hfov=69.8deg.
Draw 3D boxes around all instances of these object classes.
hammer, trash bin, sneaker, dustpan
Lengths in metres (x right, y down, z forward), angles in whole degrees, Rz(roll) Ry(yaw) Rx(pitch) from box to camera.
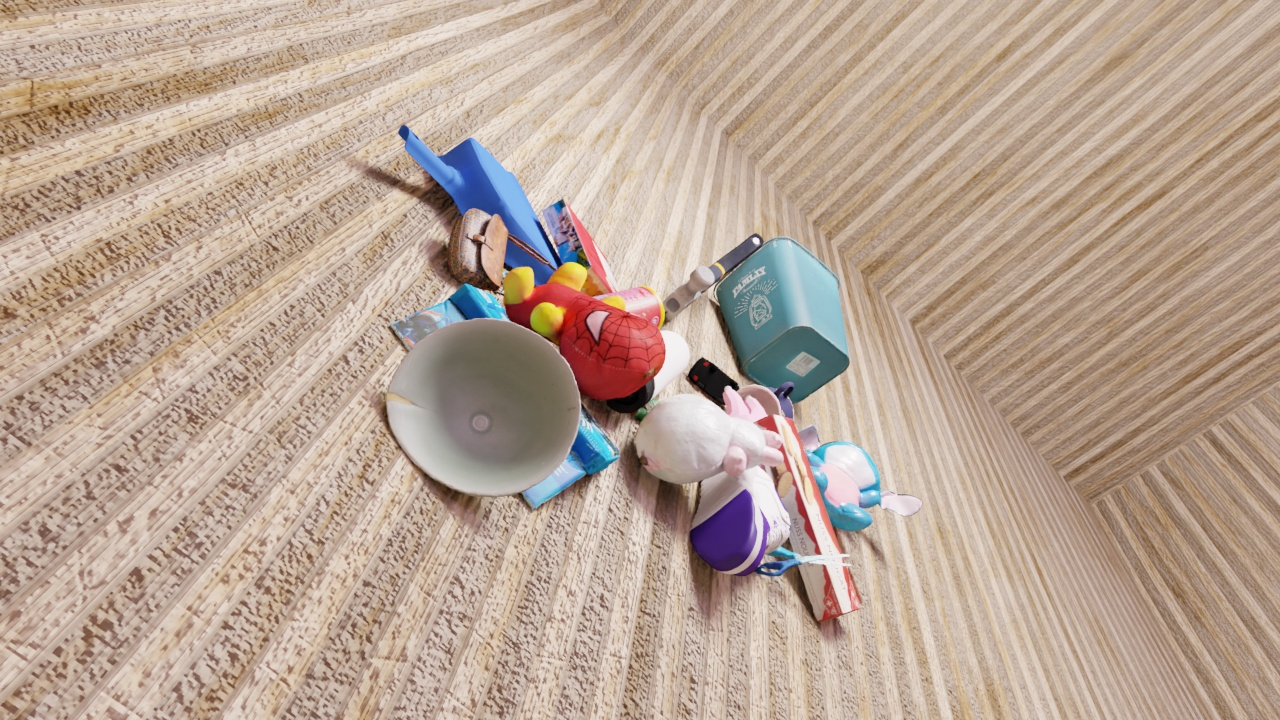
[{"bbox_3d":[0.131,-0.152,1.536,0.035,0.140,0.311,48,41,2],"label":"hammer"},{"bbox_3d":[0.262,-0.063,1.654,0.199,0.197,0.218,33,33,-30],"label":"trash bin"},{"bbox_3d":[0.131,0.203,1.109,0.111,0.092,0.243,49,19,-13],"label":"sneaker"},{"bbox_3d":[-0.213,-0.227,1.181,0.245,0.059,0.257,61,8,33],"label":"dustpan"}]

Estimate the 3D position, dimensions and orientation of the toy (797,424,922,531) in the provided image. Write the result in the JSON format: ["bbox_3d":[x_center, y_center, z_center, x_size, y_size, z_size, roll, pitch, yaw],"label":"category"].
[{"bbox_3d":[0.325,0.198,1.439,0.224,0.099,0.191,36,27,8],"label":"toy"}]

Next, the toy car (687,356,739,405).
[{"bbox_3d":[0.113,0.033,1.407,0.091,0.042,0.036,38,-1,-24],"label":"toy car"}]

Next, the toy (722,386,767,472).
[{"bbox_3d":[0.146,0.116,1.297,0.123,0.067,0.157,25,36,-46],"label":"toy"}]

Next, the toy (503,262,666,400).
[{"bbox_3d":[-0.062,-0.033,1.059,0.147,0.099,0.216,-18,46,-40],"label":"toy"}]

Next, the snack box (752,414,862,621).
[{"bbox_3d":[0.221,0.205,1.224,0.076,0.044,0.272,15,53,-58],"label":"snack box"}]

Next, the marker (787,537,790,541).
[{"bbox_3d":[0.219,0.260,1.260,0.123,0.015,0.018,52,18,17],"label":"marker"}]

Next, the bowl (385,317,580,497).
[{"bbox_3d":[-0.148,0.050,0.865,0.174,0.068,0.174,5,70,-13],"label":"bowl"}]

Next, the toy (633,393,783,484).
[{"bbox_3d":[0.083,0.096,1.104,0.179,0.102,0.138,9,23,-3],"label":"toy"}]

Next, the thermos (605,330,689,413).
[{"bbox_3d":[-0.007,0.007,1.204,0.101,0.069,0.229,24,18,10],"label":"thermos"}]

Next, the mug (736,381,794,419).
[{"bbox_3d":[0.198,0.073,1.401,0.085,0.112,0.089,51,20,21],"label":"mug"}]

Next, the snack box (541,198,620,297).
[{"bbox_3d":[-0.073,-0.131,1.282,0.142,0.040,0.144,53,11,-51],"label":"snack box"}]

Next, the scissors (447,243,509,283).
[{"bbox_3d":[-0.188,-0.116,1.148,0.108,0.012,0.131,48,21,0],"label":"scissors"}]

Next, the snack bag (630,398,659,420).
[{"bbox_3d":[0.049,0.088,1.210,0.155,0.044,0.087,23,35,-36],"label":"snack bag"}]

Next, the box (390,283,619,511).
[{"bbox_3d":[-0.128,0.025,0.964,0.243,0.060,0.175,50,23,8],"label":"box"}]

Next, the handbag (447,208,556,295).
[{"bbox_3d":[-0.144,-0.112,1.127,0.195,0.043,0.093,26,57,-38],"label":"handbag"}]

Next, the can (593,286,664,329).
[{"bbox_3d":[-0.033,-0.056,1.204,0.124,0.067,0.066,-17,65,-43],"label":"can"}]

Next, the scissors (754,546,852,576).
[{"bbox_3d":[0.202,0.254,1.141,0.135,0.016,0.083,7,23,9],"label":"scissors"}]
